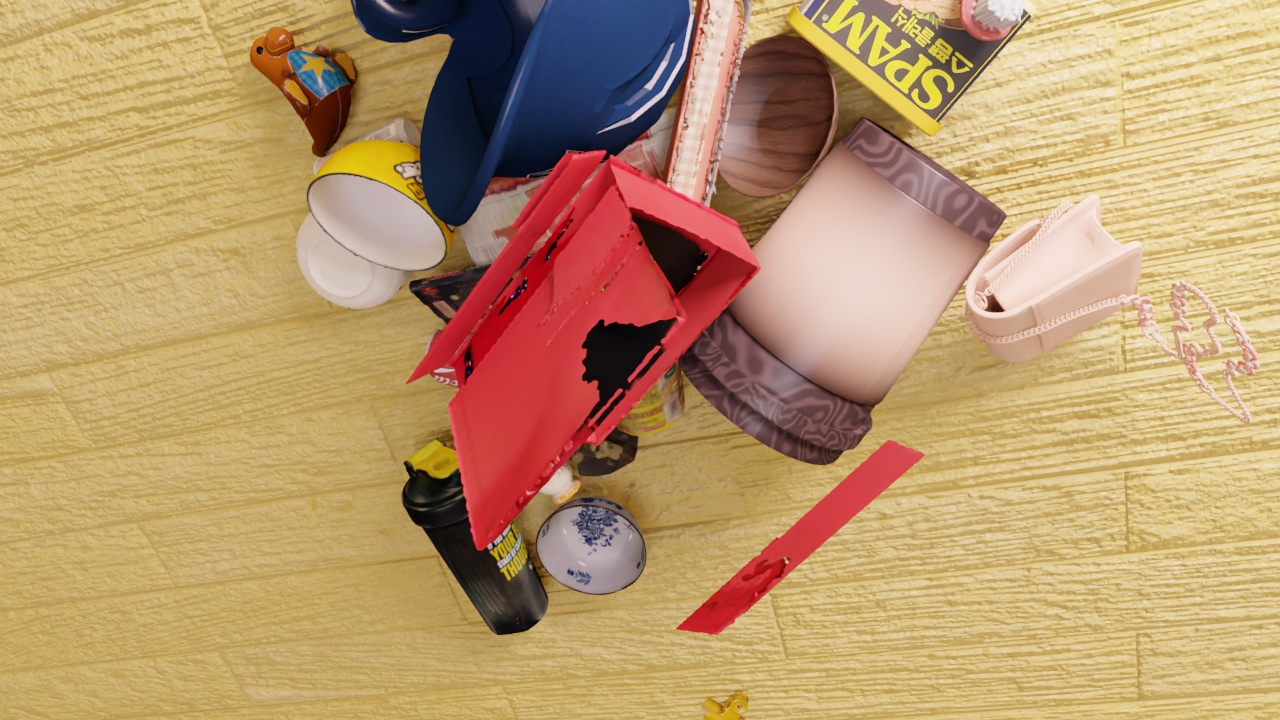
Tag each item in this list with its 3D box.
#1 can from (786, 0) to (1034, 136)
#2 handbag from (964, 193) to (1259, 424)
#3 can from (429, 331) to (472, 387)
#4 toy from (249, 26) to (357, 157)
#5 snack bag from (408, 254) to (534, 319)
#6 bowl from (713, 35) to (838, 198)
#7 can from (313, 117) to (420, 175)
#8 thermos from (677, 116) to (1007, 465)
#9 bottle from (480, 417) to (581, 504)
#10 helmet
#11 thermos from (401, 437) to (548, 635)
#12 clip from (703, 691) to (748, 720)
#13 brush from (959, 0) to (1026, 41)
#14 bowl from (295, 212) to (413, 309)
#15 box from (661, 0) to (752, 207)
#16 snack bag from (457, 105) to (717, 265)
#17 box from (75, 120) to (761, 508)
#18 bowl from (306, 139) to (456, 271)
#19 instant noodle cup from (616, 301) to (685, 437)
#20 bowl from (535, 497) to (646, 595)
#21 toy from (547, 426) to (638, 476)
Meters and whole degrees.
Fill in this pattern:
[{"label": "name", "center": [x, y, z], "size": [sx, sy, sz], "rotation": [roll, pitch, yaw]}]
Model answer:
[{"label": "can", "center": [0.190, -0.245, 0.651], "size": [0.135, 0.075, 0.105], "rotation": [35, 115, -10]}, {"label": "handbag", "center": [0.325, -0.010, 0.657], "size": [0.117, 0.198, 0.187], "rotation": [-37, 65, 14]}, {"label": "can", "center": [-0.148, 0.003, 0.853], "size": [0.096, 0.053, 0.054], "rotation": [14, 119, 2]}, {"label": "toy", "center": [-0.287, -0.222, 0.768], "size": [0.090, 0.070, 0.103], "rotation": [37, 141, 3]}, {"label": "snack bag", "center": [-0.119, -0.063, 0.811], "size": [0.155, 0.018, 0.074], "rotation": [-10, 155, 14]}, {"label": "bowl", "center": [0.107, -0.182, 0.699], "size": [0.119, 0.032, 0.119], "rotation": [1, 92, 46]}, {"label": "can", "center": [-0.233, -0.174, 0.783], "size": [0.095, 0.032, 0.032], "rotation": [-21, 113, 19]}, {"label": "thermos", "center": [0.156, -0.056, 0.712], "size": [0.172, 0.172, 0.227], "rotation": [31, 112, -8]}, {"label": "bottle", "center": [-0.104, 0.089, 0.887], "size": [0.063, 0.063, 0.109], "rotation": [-32, 110, 23]}, {"label": "helmet", "center": [-0.078, -0.218, 0.618], "size": [0.223, 0.232, 0.272], "rotation": [21, 88, -28]}, {"label": "thermos", "center": [-0.167, 0.181, 0.936], "size": [0.098, 0.098, 0.221], "rotation": [-12, 121, 15]}, {"label": "clip", "center": [0.102, 0.398, 1.046], "size": [0.054, 0.045, 0.048], "rotation": [34, 74, -8]}, {"label": "brush", "center": [0.246, -0.292, 0.591], "size": [0.041, 0.030, 0.172], "rotation": [16, 86, -12]}, {"label": "bowl", "center": [-0.258, -0.093, 0.820], "size": [0.105, 0.054, 0.105], "rotation": [4, 120, 7]}, {"label": "box", "center": [0.047, -0.184, 0.683], "size": [0.054, 0.078, 0.187], "rotation": [20, 106, 32]}, {"label": "snack bag", "center": [-0.051, -0.142, 0.767], "size": [0.225, 0.041, 0.077], "rotation": [-17, 115, 16]}, {"label": "box", "center": [-0.105, -0.029, 0.558], "size": [0.212, 0.408, 0.107], "rotation": [-48, 66, 26]}, {"label": "bowl", "center": [-0.201, -0.134, 0.744], "size": [0.117, 0.067, 0.117], "rotation": [13, 149, 7]}, {"label": "instant noodle cup", "center": [-0.005, 0.005, 0.809], "size": [0.102, 0.102, 0.108], "rotation": [-9, 124, 14]}, {"label": "bowl", "center": [-0.047, 0.180, 0.936], "size": [0.114, 0.045, 0.114], "rotation": [4, 119, 7]}, {"label": "toy", "center": [-0.051, 0.070, 0.865], "size": [0.100, 0.062, 0.076], "rotation": [23, 102, -24]}]
